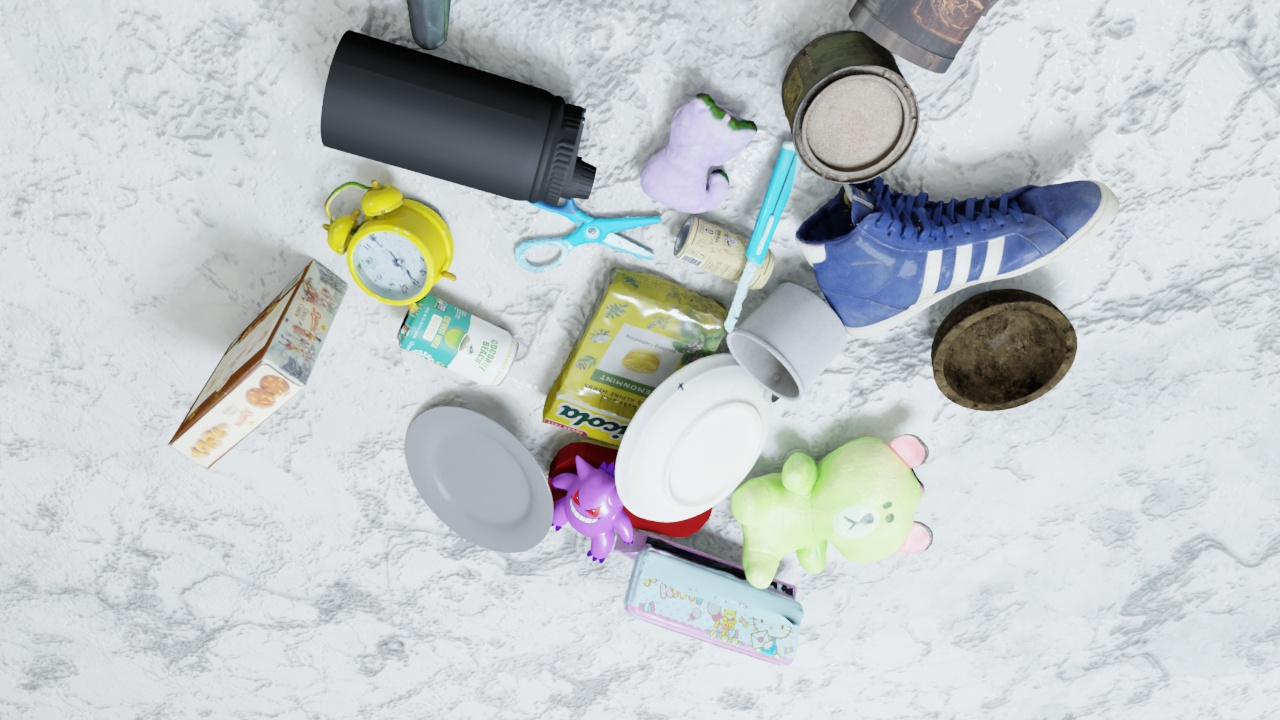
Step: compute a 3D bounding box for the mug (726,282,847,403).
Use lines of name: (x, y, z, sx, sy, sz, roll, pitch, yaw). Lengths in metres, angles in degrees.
mug: (0.130, -0.009, 0.810, 0.070, 0.084, 0.113, -45, 152, -14)

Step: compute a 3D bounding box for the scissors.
scissors: (-0.047, -0.121, 0.779, 0.140, 0.013, 0.118, -7, 127, 10)

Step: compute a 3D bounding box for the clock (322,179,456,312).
clock: (-0.212, -0.100, 0.772, 0.083, 0.057, 0.119, -33, 112, 24)

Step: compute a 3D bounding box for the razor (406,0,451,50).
razor: (-0.137, -0.287, 0.631, 0.067, 0.054, 0.152, -5, 136, -17)

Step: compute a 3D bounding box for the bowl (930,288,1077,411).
bowl: (0.317, -0.018, 0.820, 0.121, 0.056, 0.121, 1, 128, 1)

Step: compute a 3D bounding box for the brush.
brush: (-0.010, 0.130, 0.956, 0.173, 0.041, 0.082, 15, 127, -10)

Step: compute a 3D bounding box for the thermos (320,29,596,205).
thermos: (-0.128, -0.175, 0.691, 0.198, 0.086, 0.086, 15, 127, -10)

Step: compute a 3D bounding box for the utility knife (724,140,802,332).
utility knife: (0.101, -0.100, 0.755, 0.022, 0.015, 0.167, 10, 109, -20)

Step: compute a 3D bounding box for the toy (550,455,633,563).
toy: (-0.043, 0.140, 0.901, 0.106, 0.055, 0.088, 35, 135, 18)

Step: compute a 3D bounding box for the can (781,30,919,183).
can: (0.153, -0.187, 0.679, 0.090, 0.074, 0.090, 1, 128, 1)

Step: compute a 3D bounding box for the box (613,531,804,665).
box: (0.069, 0.262, 1.001, 0.214, 0.091, 0.090, 23, 159, -20)

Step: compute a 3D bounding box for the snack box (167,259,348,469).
snack box: (-0.329, 0.003, 0.799, 0.143, 0.146, 0.041, -36, 120, 25)

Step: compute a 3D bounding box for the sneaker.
sneaker: (0.236, -0.117, 0.730, 0.234, 0.091, 0.118, -26, 121, 30)

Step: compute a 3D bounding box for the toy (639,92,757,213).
toy: (0.048, -0.161, 0.730, 0.080, 0.036, 0.100, 20, 132, -26)

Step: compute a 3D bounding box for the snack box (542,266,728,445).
snack box: (-0.005, 0.005, 0.855, 0.121, 0.045, 0.181, 19, 127, -14)

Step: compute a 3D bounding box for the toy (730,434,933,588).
toy: (0.191, 0.148, 0.934, 0.197, 0.107, 0.150, -14, 111, 1)

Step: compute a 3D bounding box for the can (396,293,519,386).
can: (-0.166, -0.018, 0.836, 0.101, 0.054, 0.055, 26, 124, -18)

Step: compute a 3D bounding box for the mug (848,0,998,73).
mug: (0.218, -0.262, 0.627, 0.115, 0.080, 0.107, 2, 133, -37)

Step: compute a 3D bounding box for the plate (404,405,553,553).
plate: (-0.164, 0.121, 0.936, 0.178, 0.012, 0.179, 14, 124, 22)

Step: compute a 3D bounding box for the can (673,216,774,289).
can: (0.071, -0.091, 0.781, 0.079, 0.038, 0.038, 21, 126, -14)

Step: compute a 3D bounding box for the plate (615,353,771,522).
plate: (0.060, 0.081, 0.856, 0.182, 0.034, 0.183, -22, 130, -28)
